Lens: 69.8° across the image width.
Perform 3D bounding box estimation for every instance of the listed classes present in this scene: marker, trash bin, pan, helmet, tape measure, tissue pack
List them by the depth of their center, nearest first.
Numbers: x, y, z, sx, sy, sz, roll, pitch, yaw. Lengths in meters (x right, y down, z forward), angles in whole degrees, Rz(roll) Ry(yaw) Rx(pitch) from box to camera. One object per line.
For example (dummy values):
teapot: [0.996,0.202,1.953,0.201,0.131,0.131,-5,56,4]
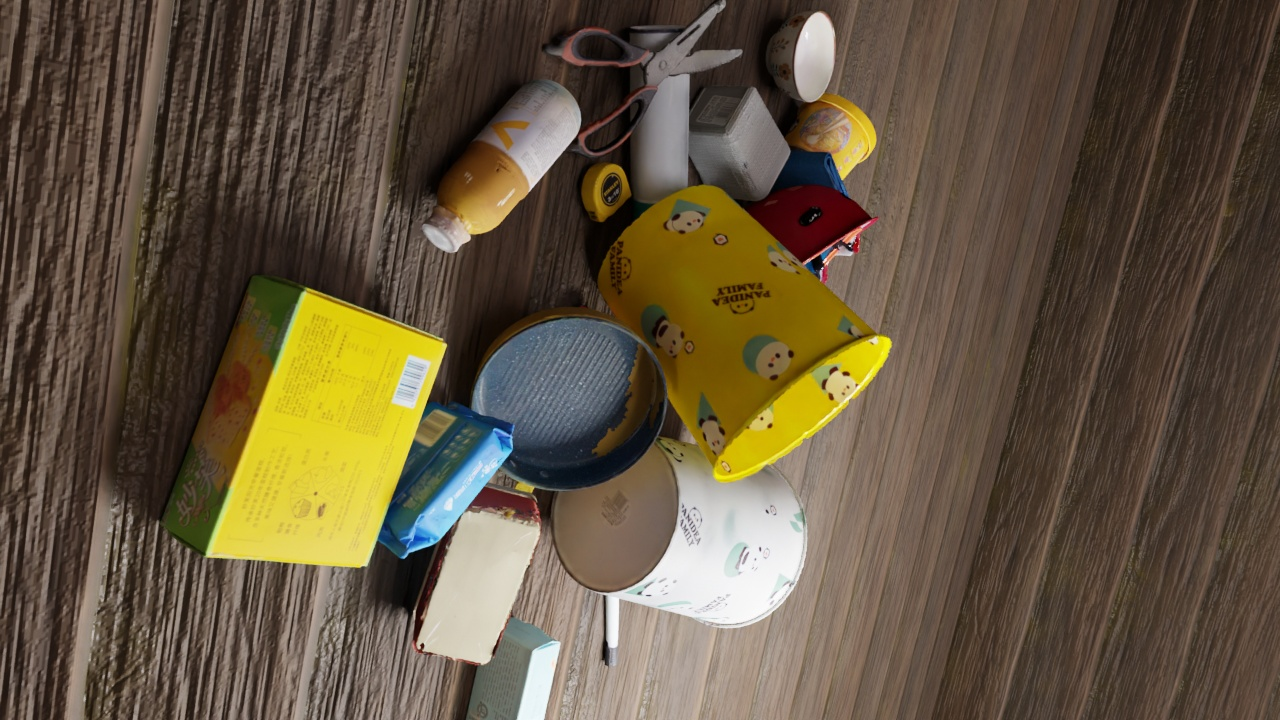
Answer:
tissue pack: [-0.193,0.105,0.841,0.156,0.095,0.052,-51,144,-28]
pan: [-0.107,0.113,0.936,0.197,0.078,0.358,23,109,-20]
tape measure: [-0.041,-0.185,0.988,0.059,0.029,0.057,-50,140,-30]
trash bin: [0.099,-0.038,0.994,0.229,0.255,0.230,-31,157,-15]
trash bin: [0.041,0.199,1.107,0.251,0.230,0.229,24,84,-49]
helmet: [0.177,-0.144,1.170,0.206,0.144,0.241,-32,165,-37]
marker: [-0.039,0.353,1.225,0.022,0.018,0.131,-40,135,-57]

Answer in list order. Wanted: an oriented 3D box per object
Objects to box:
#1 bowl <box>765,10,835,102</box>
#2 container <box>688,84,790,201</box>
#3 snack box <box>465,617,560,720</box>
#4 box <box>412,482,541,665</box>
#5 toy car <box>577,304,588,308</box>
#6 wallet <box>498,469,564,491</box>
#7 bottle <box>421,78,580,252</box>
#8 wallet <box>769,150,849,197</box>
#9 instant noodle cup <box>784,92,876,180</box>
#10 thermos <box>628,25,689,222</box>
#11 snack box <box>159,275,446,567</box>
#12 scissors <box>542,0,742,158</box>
bowl: [0.205,-0.402,1.210,0.113,0.062,0.113,-25,124,-45]
container: [0.112,-0.267,1.116,0.090,0.090,0.114,-61,140,-18]
snack box: [-0.149,0.386,1.036,0.051,0.074,0.175,3,101,-55]
box: [-0.158,0.210,0.891,0.091,0.080,0.168,17,105,-17]
toy car: [-0.054,-0.016,1.040,0.049,0.031,0.106,-56,144,-21]
wallet: [-0.096,0.074,1.019,0.107,0.031,0.131,30,81,-54]
bottle: [-0.127,-0.177,0.836,0.189,0.068,0.068,-55,142,-24]
wallet: [0.200,-0.239,1.208,0.106,0.133,0.040,47,61,-50]
instant noodle cup: [0.246,-0.288,1.275,0.114,0.118,0.118,-53,141,-14]
thermos: [0.023,-0.251,1.016,0.073,0.073,0.224,-27,125,-46]
snack box: [-0.265,0.054,0.740,0.157,0.070,0.210,24,84,-55]
scissors: [0.001,-0.293,0.937,0.226,0.015,0.189,6,112,-27]
